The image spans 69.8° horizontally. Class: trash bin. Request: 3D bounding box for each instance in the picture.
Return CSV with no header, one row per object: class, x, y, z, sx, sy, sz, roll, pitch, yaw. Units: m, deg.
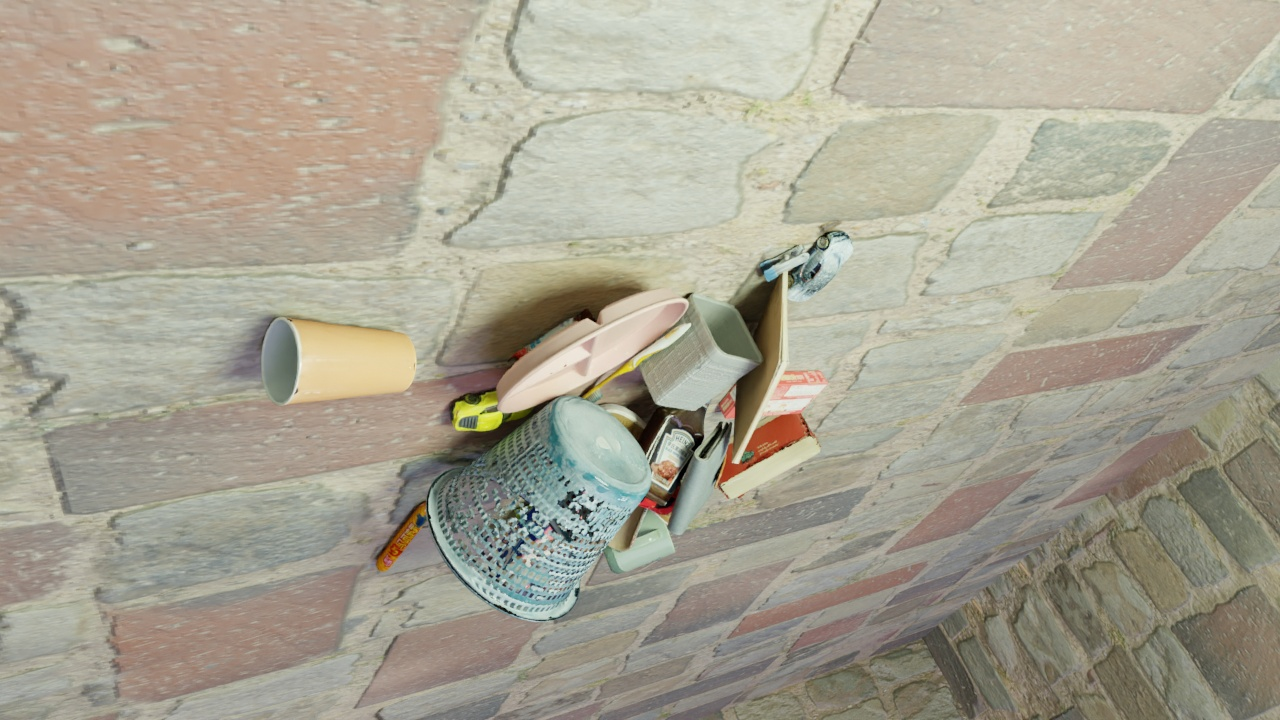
trash bin,-0.102,0.155,1.072,0.195,0.226,0.226,-46,144,20

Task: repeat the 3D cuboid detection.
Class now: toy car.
toy car,0.212,-0.109,1.088,0.048,0.031,0.106,3,137,-42
toy car,-0.165,0.057,1.053,0.105,0.032,0.048,-13,146,-24
toy car,0.008,0.169,1.190,0.106,0.031,0.049,26,103,-33

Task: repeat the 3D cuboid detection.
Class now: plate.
plate,-0.054,-0.012,0.968,0.229,0.028,0.229,-29,171,-5

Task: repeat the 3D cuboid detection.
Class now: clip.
clip,0.166,-0.114,1.060,0.058,0.035,0.025,-26,148,8

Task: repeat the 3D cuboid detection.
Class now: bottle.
bottle,0.049,0.083,1.152,0.080,0.044,0.194,37,79,-37

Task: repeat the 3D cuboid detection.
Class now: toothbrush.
toothbrush,-0.006,0.006,1.076,0.192,0.018,0.016,-35,173,36

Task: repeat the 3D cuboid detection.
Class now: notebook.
notebook,0.144,0.008,1.113,0.012,0.149,0.212,11,141,-4

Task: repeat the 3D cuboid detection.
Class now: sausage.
sausage,-0.314,0.235,1.218,0.021,0.021,0.166,5,137,-42

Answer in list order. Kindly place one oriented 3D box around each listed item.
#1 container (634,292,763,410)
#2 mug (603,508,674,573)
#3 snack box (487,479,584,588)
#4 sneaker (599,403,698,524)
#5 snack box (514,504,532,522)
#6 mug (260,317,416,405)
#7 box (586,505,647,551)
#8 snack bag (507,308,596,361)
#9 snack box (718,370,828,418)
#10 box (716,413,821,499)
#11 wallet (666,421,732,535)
container,0.064,-0.004,1.079,0.090,0.090,0.115,12,135,-46
mug,-0.007,0.286,1.450,0.106,0.082,0.112,-20,174,-5
snack box,-0.127,0.233,1.273,0.208,0.057,0.058,-46,130,14
sneaker,-0.005,0.132,1.237,0.118,0.088,0.241,-41,126,1
snack box,-0.128,0.245,1.368,0.085,0.026,0.156,-23,149,-5
mug,-0.276,0.001,0.850,0.122,0.078,0.078,0,140,-46
box,-0.033,0.226,1.346,0.087,0.075,0.163,13,123,-5
snack bag,-0.093,-0.019,0.997,0.105,0.026,0.045,-31,145,5
snack box,0.191,0.048,1.312,0.152,0.025,0.075,-1,142,-35
box,0.191,0.149,1.413,0.168,0.078,0.091,-30,148,6
wallet,0.083,0.150,1.179,0.106,0.037,0.130,-41,152,-52
